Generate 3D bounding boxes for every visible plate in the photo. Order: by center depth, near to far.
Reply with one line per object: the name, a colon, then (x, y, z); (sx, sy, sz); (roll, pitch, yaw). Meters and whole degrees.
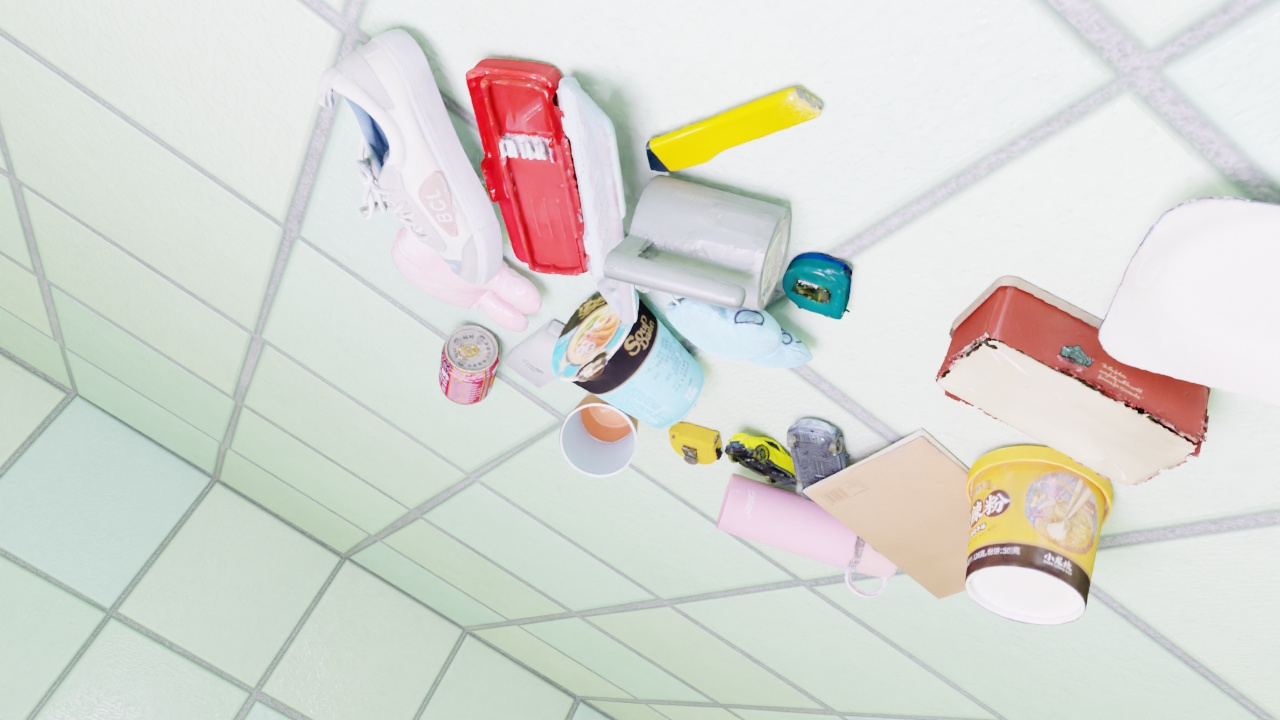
plate: (0.374, -0.037, 0.543); (0.164, 0.034, 0.164); (18, 149, 17)

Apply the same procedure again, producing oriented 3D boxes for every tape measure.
tape measure: (0.139, -0.058, 0.722); (0.054, 0.025, 0.058); (17, 148, 18)
tape measure: (0.061, 0.096, 1.033); (0.060, 0.028, 0.057); (15, 149, 23)

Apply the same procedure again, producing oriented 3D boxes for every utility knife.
utility knife: (0.060, -0.159, 0.640); (0.154, 0.015, 0.033); (-7, 142, 45)

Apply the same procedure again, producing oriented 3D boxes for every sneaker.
sneaker: (-0.189, -0.144, 0.764); (0.089, 0.090, 0.242); (38, 156, 40)

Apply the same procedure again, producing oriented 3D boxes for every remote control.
remote control: (-0.104, -0.006, 1.022); (0.056, 0.019, 0.135); (37, 150, -14)

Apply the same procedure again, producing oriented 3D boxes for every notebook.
notebook: (0.288, 0.161, 0.911); (0.211, 0.012, 0.150); (38, 133, -17)

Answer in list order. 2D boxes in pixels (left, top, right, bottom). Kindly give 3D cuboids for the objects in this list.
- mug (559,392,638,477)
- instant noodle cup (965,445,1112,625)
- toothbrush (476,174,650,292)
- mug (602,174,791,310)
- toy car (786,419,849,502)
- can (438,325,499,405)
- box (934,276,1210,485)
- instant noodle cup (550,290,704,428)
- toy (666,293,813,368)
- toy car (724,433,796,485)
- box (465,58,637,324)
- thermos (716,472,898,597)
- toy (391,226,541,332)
mug: (-0.037, 0.063, 0.964); (0.078, 0.122, 0.078); (1, 106, 5)
instant noodle cup: (0.334, 0.153, 0.785); (0.118, 0.114, 0.119); (17, 145, 12)
toothbrush: (-0.072, -0.112, 0.824); (0.189, 0.020, 0.029); (31, 156, -5)
mug: (0.045, -0.078, 0.676); (0.103, 0.123, 0.084); (17, 125, 17)
toy car: (0.183, 0.103, 0.930); (0.054, 0.036, 0.121); (6, 137, 28)
can: (-0.201, 0.006, 1.076); (0.066, 0.066, 0.094); (29, 152, -1)
box: (0.304, 0.024, 0.656); (0.168, 0.077, 0.091); (28, 151, 2)
instant noodle cup: (-0.005, 0.005, 0.877); (0.120, 0.111, 0.111); (39, 150, -31)
toy: (0.079, -0.024, 0.762); (0.156, 0.050, 0.161); (18, 178, -23)
toy car: (0.137, 0.105, 0.980); (0.105, 0.032, 0.048); (32, 154, -31)
box: (-0.058, -0.132, 0.723); (0.160, 0.064, 0.201); (30, 149, 29)
thermos: (0.183, 0.193, 1.006); (0.198, 0.087, 0.067); (18, 162, 3)
toy: (-0.175, -0.084, 0.922); (0.159, 0.054, 0.122); (32, 150, -11)
